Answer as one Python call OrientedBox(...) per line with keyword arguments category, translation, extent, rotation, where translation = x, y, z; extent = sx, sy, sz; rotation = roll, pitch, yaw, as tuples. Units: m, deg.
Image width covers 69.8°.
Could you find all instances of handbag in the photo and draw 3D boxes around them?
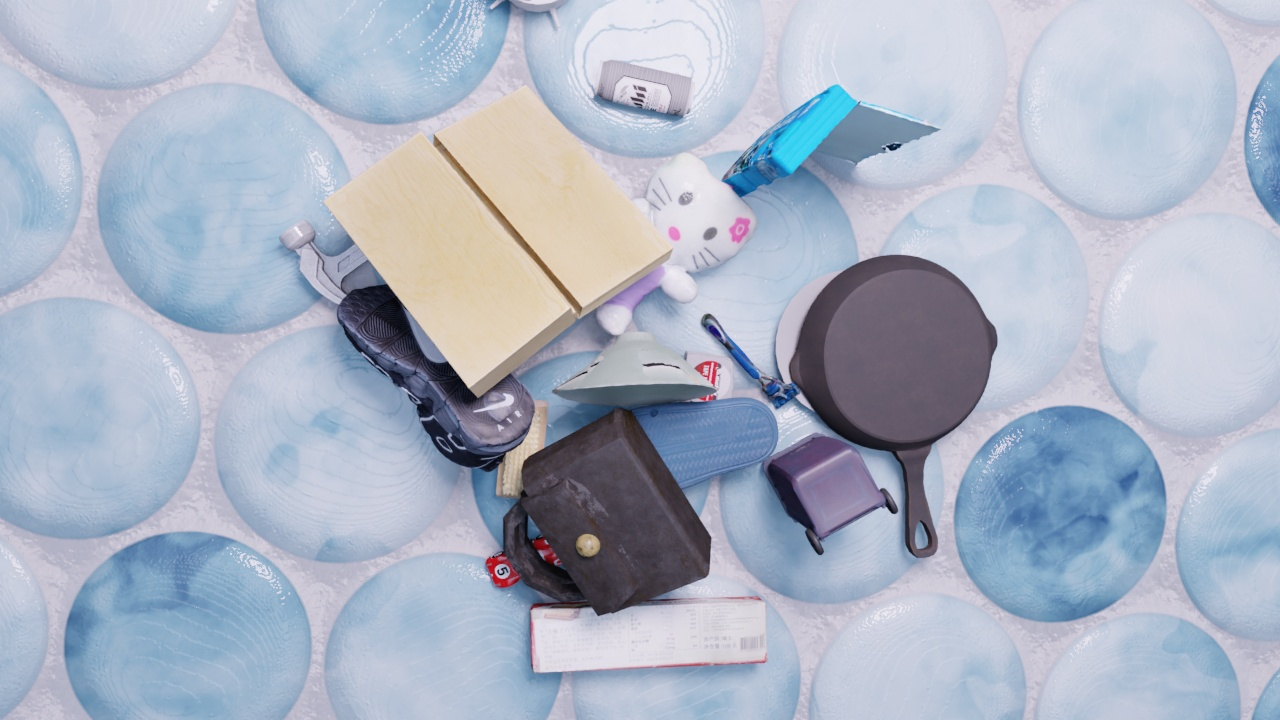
OrientedBox(category="handbag", translation=(-0.056, 0.181, 0.990), extent=(0.200, 0.102, 0.197), rotation=(-29, 103, 15))

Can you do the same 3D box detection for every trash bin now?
OrientedBox(category="trash bin", translation=(0.199, 0.139, 1.007), extent=(0.094, 0.161, 0.092), rotation=(-28, 90, -2))

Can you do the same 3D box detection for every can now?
OrientedBox(category="can", translation=(0.005, -0.300, 1.011), extent=(0.106, 0.044, 0.044), rotation=(11, 94, -6))

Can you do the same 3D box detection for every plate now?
OrientedBox(category="plate", translation=(0.241, -0.018, 1.069), extent=(0.173, 0.019, 0.173), rotation=(0, 95, -5))

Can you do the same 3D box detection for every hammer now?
OrientedBox(category="hammer", translation=(-0.229, -0.175, 1.009), extent=(0.315, 0.036, 0.126), rotation=(-36, 99, -2))

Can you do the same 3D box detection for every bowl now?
OrientedBox(category="bowl", translation=(-0.006, 0.006, 0.982), extent=(0.174, 0.174, 0.068), rotation=(0, 81, -5))

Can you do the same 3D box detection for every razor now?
OrientedBox(category="razor", translation=(0.120, 0.000, 1.054), extent=(0.141, 0.044, 0.018), rotation=(44, 48, -2))

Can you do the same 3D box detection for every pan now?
OrientedBox(category="pan", translation=(0.307, 0.057, 1.048), extent=(0.248, 0.043, 0.356), rotation=(-10, 96, -4))

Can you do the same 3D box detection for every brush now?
OrientedBox(category="brush", translation=(-0.134, 0.103, 1.036), extent=(0.049, 0.039, 0.117), rotation=(6, 99, -7))

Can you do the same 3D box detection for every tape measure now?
OrientedBox(category="tape measure", translation=(0.076, 0.022, 1.057), extent=(0.062, 0.020, 0.060), rotation=(7, 100, -5))

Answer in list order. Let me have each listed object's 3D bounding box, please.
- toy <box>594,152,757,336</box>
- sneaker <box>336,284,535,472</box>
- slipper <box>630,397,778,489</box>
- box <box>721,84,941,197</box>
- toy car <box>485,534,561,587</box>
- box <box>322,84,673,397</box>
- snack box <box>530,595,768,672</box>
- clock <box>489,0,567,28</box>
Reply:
OrientedBox(category="toy", translation=(0.020, -0.126, 1.008), extent=(0.209, 0.085, 0.137), rotation=(-37, 99, 1))
OrientedBox(category="sneaker", translation=(-0.221, 0.028, 0.988), extent=(0.252, 0.151, 0.097), rotation=(40, 55, 14))
OrientedBox(category="slipper", translation=(0.050, 0.092, 1.042), extent=(0.214, 0.059, 0.104), rotation=(-15, 94, 11))
OrientedBox(category="box", translation=(0.176, -0.227, 0.932), extent=(0.167, 0.243, 0.075), rotation=(-16, 96, -4))
OrientedBox(category="toy car", translation=(-0.131, 0.230, 1.055), extent=(0.089, 0.025, 0.038), rotation=(-22, 96, -3))
OrientedBox(category="box", translation=(-0.141, -0.131, 0.922), extent=(0.256, 0.076, 0.247), rotation=(-36, 77, -21))
OrientedBox(category="snack box", translation=(0.009, 0.318, 1.068), extent=(0.273, 0.044, 0.076), rotation=(-1, 89, -6))
OrientedBox(category="clock", translation=(-0.106, -0.449, 0.980), extent=(0.120, 0.061, 0.159), rotation=(14, 95, -6))
